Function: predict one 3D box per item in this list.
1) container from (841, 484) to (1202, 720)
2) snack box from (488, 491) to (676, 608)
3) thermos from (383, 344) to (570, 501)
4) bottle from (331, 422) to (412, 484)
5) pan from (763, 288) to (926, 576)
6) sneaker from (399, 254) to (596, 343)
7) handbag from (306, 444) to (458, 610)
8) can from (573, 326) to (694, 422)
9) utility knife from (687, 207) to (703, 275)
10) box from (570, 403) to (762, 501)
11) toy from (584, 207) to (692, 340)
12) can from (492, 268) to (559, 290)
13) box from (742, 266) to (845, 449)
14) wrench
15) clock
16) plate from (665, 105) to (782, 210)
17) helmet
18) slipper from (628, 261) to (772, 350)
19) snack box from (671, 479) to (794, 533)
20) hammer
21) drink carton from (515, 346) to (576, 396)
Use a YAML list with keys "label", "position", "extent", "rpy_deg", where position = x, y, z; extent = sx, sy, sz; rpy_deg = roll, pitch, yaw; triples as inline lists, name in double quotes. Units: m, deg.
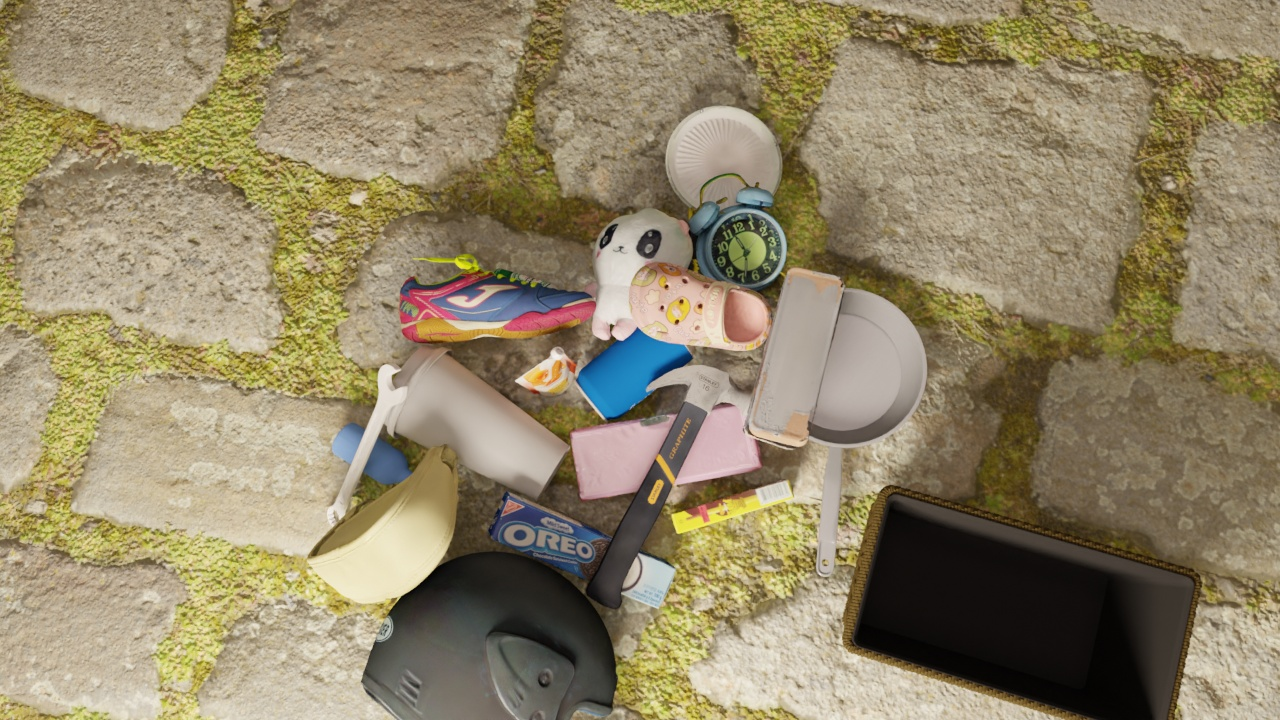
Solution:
- label: "container"
  position: [0.389, 0.267, 1.016]
  extent: [0.321, 0.205, 0.176]
  rpy_deg: [15, 83, 8]
- label: "snack box"
  position: [-0.070, 0.229, 1.113]
  extent: [0.226, 0.059, 0.059]
  rpy_deg: [26, 84, -9]
- label: "thermos"
  position: [-0.204, 0.084, 1.155]
  extent: [0.222, 0.131, 0.131]
  rpy_deg: [31, 85, 2]
- label: "bottle"
  position: [-0.334, 0.133, 1.192]
  extent: [0.131, 0.048, 0.048]
  rpy_deg: [30, 85, 9]
- label: "pan"
  position: [0.244, 0.086, 1.139]
  extent: [0.201, 0.051, 0.356]
  rpy_deg: [7, 82, 7]
- label: "sneaker"
  position: [-0.177, -0.080, 1.130]
  extent: [0.242, 0.116, 0.091]
  rpy_deg: [-5, 76, -2]
- label: "handbag"
  position: [-0.295, 0.202, 1.077]
  extent: [0.233, 0.190, 0.088]
  rpy_deg: [-33, 109, 35]
- label: "can"
  position: [-0.007, 0.007, 1.162]
  extent: [0.146, 0.079, 0.079]
  rpy_deg: [-39, 79, -1]
- label: "utility knife"
  position: [0.076, -0.133, 1.208]
  extent: [0.029, 0.020, 0.213]
  rpy_deg: [0, 82, 8]
- label: "box"
  position: [0.032, 0.113, 1.147]
  extent: [0.232, 0.037, 0.098]
  rpy_deg: [-10, 84, -6]
- label: "toy"
  position: [-0.009, -0.107, 1.162]
  extent: [0.139, 0.101, 0.179]
  rpy_deg: [12, 70, 33]
- label: "can"
  position: [-0.154, -0.085, 1.205]
  extent: [0.101, 0.053, 0.053]
  rpy_deg: [18, 83, 9]
- label: "box"
  position: [0.187, -0.004, 1.102]
  extent: [0.081, 0.063, 0.216]
  rpy_deg: [15, 75, 7]
- label: "wrench"
  position: [-0.343, 0.112, 1.138]
  extent: [0.047, 0.009, 0.274]
  rpy_deg: [45, 123, 22]
- label: "clock"
  position: [0.125, -0.158, 1.169]
  extent: [0.118, 0.060, 0.162]
  rpy_deg: [-24, 96, -1]
- label: "plate"
  position: [0.110, -0.259, 1.211]
  extent: [0.157, 0.014, 0.157]
  rpy_deg: [1, 82, -7]
- label: "helmet"
  position: [-0.142, 0.361, 1.045]
  extent: [0.316, 0.250, 0.235]
  rpy_deg: [47, 65, -9]
- label: "slipper"
  position: [0.083, -0.058, 1.095]
  extent: [0.197, 0.082, 0.093]
  rpy_deg: [14, 89, -25]
- label: "snack box"
  position: [0.114, 0.180, 1.132]
  extent: [0.149, 0.061, 0.025]
  rpy_deg: [-18, 80, 3]
- label: "hammer"
  position: [0.027, 0.149, 1.097]
  extent: [0.139, 0.035, 0.312]
  rpy_deg: [26, 76, 2]
- label: "drink carton"
  position: [-0.116, 0.015, 1.150]
  extent: [0.069, 0.122, 0.039]
  rpy_deg: [-34, 79, -1]
